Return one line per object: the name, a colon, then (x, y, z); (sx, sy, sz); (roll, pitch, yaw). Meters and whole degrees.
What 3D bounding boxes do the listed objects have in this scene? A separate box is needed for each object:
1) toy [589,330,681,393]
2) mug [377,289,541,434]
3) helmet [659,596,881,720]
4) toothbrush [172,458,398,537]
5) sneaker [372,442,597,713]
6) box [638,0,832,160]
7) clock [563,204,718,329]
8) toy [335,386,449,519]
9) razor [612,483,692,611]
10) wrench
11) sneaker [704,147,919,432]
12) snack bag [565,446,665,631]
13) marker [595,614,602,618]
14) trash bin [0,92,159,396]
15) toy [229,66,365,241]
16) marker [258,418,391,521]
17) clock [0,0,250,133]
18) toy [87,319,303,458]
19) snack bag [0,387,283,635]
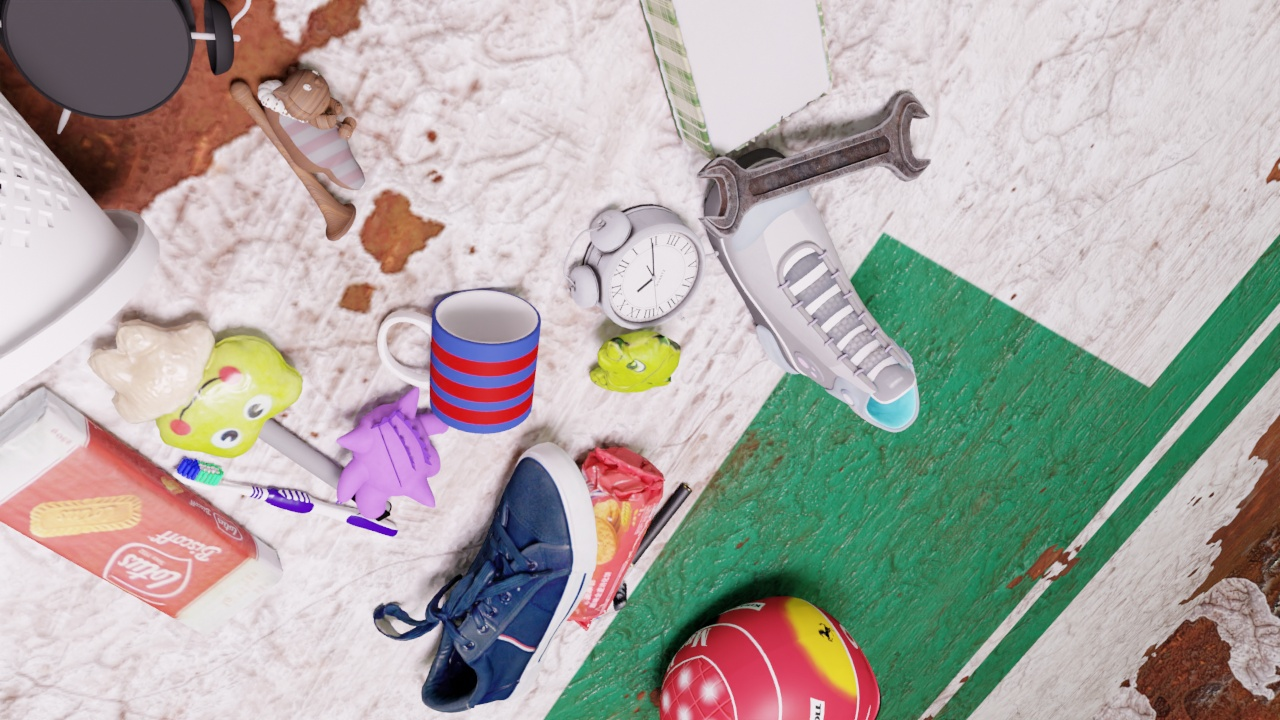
toy: (-0.004, 0.004, 0.737); (0.094, 0.036, 0.094); (14, 151, -42)
mug: (-0.130, -0.002, 0.653); (0.112, 0.074, 0.076); (6, 123, -6)
helmet: (0.130, 0.390, 1.037); (0.224, 0.197, 0.272); (4, 129, -36)
toothbrush: (-0.256, 0.106, 0.685); (0.186, 0.015, 0.016); (29, 100, -44)
sneaker: (-0.133, 0.195, 0.776); (0.127, 0.121, 0.295); (-10, 132, -44)
box: (0.058, -0.242, 0.600); (0.117, 0.050, 0.206); (-35, 136, -10)
clock: (-0.004, -0.071, 0.699); (0.122, 0.035, 0.095); (8, 118, -39)
toy: (-0.180, 0.070, 0.676); (0.105, 0.056, 0.088); (-38, 129, -34)
razor: (0.007, 0.182, 0.916); (0.022, 0.042, 0.144); (29, 101, -8)
wrench: (0.140, -0.148, 0.691); (0.272, 0.010, 0.070); (-24, 104, -35)
sneaker: (0.150, -0.045, 0.734); (0.093, 0.160, 0.257); (-38, 137, -3)
snack bag: (-0.039, 0.156, 0.827); (0.082, 0.082, 0.177); (5, 121, -36)
marker: (-0.028, 0.207, 0.918); (0.013, 0.013, 0.142); (-4, 126, -31)
trash bin: (-0.345, -0.087, 0.369); (0.195, 0.195, 0.200); (-28, 125, -12)
toy: (-0.188, -0.124, 0.533); (0.055, 0.041, 0.102); (-21, 128, 12)
marker: (-0.234, 0.081, 0.679); (0.016, 0.016, 0.140); (-39, 136, -1)
clock: (-0.254, -0.170, 0.450); (0.120, 0.042, 0.091); (-32, 135, -8)
toy: (-0.280, 0.014, 0.578); (0.092, 0.043, 0.117); (-45, 134, 6)
snack bag: (-0.341, 0.111, 0.616); (0.077, 0.041, 0.225); (-37, 134, -6)
